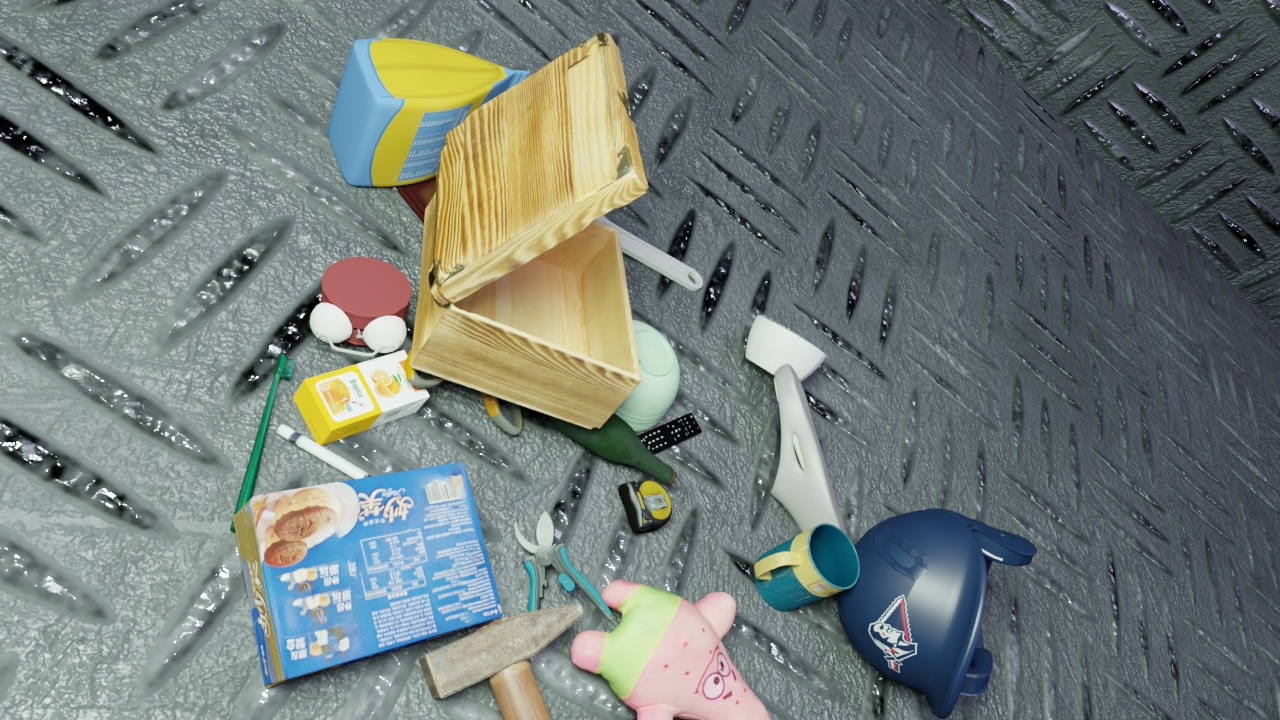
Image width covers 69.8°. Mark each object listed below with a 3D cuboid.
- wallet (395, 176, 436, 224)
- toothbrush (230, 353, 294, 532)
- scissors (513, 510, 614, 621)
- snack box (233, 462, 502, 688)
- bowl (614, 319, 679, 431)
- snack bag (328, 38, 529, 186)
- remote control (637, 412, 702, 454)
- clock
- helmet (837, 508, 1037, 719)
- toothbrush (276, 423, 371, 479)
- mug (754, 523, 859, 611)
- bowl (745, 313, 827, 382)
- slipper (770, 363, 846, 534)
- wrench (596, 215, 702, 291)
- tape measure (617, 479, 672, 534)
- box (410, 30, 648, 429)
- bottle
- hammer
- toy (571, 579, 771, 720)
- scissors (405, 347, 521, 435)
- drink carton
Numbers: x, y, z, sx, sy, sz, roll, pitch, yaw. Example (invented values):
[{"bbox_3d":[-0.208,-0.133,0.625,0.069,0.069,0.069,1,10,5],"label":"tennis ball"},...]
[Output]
[{"bbox_3d":[-0.237,-0.201,1.157,0.091,0.018,0.115,52,45,1],"label":"wallet"},{"bbox_3d":[-0.357,0.074,0.873,0.017,0.016,0.189,24,49,-30],"label":"toothbrush"},{"bbox_3d":[-0.094,0.236,0.958,0.154,0.019,0.124,32,69,18],"label":"scissors"},{"bbox_3d":[-0.244,0.188,0.834,0.202,0.069,0.155,-6,73,-40],"label":"snack box"},{"bbox_3d":[-0.007,0.007,1.158,0.150,0.077,0.150,21,50,-27],"label":"bowl"},{"bbox_3d":[-0.249,-0.293,1.094,0.204,0.159,0.102,-11,69,-35],"label":"snack bag"},{"bbox_3d":[0.027,0.099,1.170,0.139,0.009,0.030,-19,75,-45],"label":"remote control"},{"bbox_3d":[-0.293,-0.055,0.968,0.096,0.048,0.137,11,44,-15],"label":"clock"},{"bbox_3d":[0.358,0.306,1.136,0.223,0.233,0.271,9,21,0],"label":"helmet"},{"bbox_3d":[-0.275,0.115,0.910,0.186,0.017,0.012,35,47,-17],"label":"toothbrush"},{"bbox_3d":[0.191,0.254,1.127,0.113,0.108,0.083,12,57,-33],"label":"mug"},{"bbox_3d":[0.202,-0.011,1.319,0.116,0.066,0.116,31,3,-2],"label":"bowl"},{"bbox_3d":[0.208,0.140,1.240,0.113,0.081,0.266,0,74,-79],"label":"slipper"},{"bbox_3d":[-0.020,-0.177,1.316,0.273,0.018,0.086,26,47,-25],"label":"wrench"},{"bbox_3d":[0.009,0.171,1.089,0.061,0.034,0.061,-4,66,-43],"label":"tape measure"},{"bbox_3d":[-0.097,-0.158,0.974,0.283,0.325,0.278,20,40,-26],"label":"box"},{"bbox_3d":[-0.028,0.096,1.093,0.174,0.055,0.055,35,45,-14],"label":"bottle"},{"bbox_3d":[-0.078,0.385,0.856,0.157,0.037,0.300,-17,78,-30],"label":"hammer"},{"bbox_3d":[0.047,0.328,0.964,0.236,0.097,0.191,38,54,-4],"label":"toy"},{"bbox_3d":[-0.191,-0.008,1.041,0.216,0.016,0.224,50,28,-19],"label":"scissors"},{"bbox_3d":[-0.282,0.036,0.941,0.122,0.040,0.058,-21,77,-45],"label":"drink carton"}]
